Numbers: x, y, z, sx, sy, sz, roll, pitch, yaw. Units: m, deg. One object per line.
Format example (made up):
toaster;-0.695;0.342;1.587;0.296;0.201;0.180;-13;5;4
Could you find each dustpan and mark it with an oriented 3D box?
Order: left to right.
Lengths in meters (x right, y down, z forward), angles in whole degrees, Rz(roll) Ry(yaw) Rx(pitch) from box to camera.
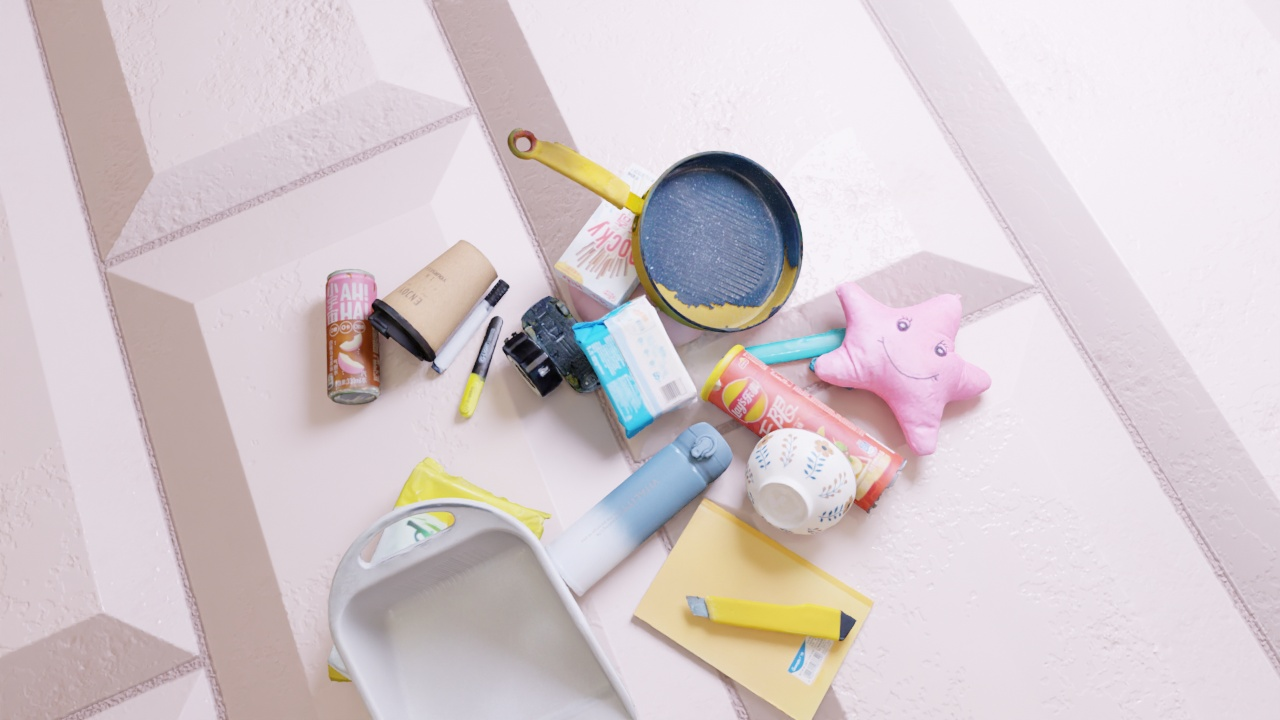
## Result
dustpan;-0.159;0.261;0.833;0.222;0.143;0.257;-26;73;-3

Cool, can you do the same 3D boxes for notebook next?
notebook;0.116;0.256;0.948;0.206;0.010;0.145;30;78;12

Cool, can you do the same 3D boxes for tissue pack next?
tissue pack;-0.006;0.006;0.988;0.090;0.063;0.140;-29;103;-3

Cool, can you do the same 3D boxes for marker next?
marker;-0.195;-0.039;1.057;0.018;0.022;0.130;34;81;19
marker;-0.181;0.006;1.044;0.018;0.015;0.124;15;74;5

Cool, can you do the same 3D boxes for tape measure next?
tape measure;-0.117;0.007;1.012;0.033;0.066;0.066;-39;47;-11

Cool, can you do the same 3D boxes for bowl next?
bowl;0.153;0.132;0.924;0.113;0.114;0.062;33;38;13

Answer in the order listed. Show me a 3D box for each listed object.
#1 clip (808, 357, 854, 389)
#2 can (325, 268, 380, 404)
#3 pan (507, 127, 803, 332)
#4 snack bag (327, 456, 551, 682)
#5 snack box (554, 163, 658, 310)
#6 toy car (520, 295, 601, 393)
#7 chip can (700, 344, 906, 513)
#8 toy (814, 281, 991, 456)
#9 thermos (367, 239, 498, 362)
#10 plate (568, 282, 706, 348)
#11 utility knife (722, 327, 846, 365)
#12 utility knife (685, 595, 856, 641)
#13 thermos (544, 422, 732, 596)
clip;0.211;0.015;1.008;0.057;0.046;0.014;29;76;11
can;-0.327;-0.026;1.043;0.058;0.058;0.147;-8;73;2
pan;0.020;-0.154;0.962;0.357;0.078;0.197;20;80;-20
snack bag;-0.203;0.239;0.949;0.158;0.068;0.246;19;76;9
snack box;-0.017;-0.139;1.026;0.085;0.027;0.156;32;77;13
toy car;-0.083;-0.017;1.034;0.054;0.037;0.120;-40;85;-8
chip can;0.171;0.070;0.968;0.216;0.073;0.073;34;79;13
toy;0.281;-0.014;0.980;0.194;0.075;0.178;40;73;7
thermos;-0.232;-0.067;1.035;0.093;0.093;0.143;38;73;14
plate;0.010;-0.106;1.049;0.192;0.039;0.192;-1;73;4
utility knife;0.170;-0.013;1.024;0.160;0.013;0.029;-10;70;4
utility knife;0.131;0.258;0.932;0.173;0.015;0.033;7;68;7
thermos;0.000;0.151;0.959;0.220;0.070;0.070;-40;74;-6
